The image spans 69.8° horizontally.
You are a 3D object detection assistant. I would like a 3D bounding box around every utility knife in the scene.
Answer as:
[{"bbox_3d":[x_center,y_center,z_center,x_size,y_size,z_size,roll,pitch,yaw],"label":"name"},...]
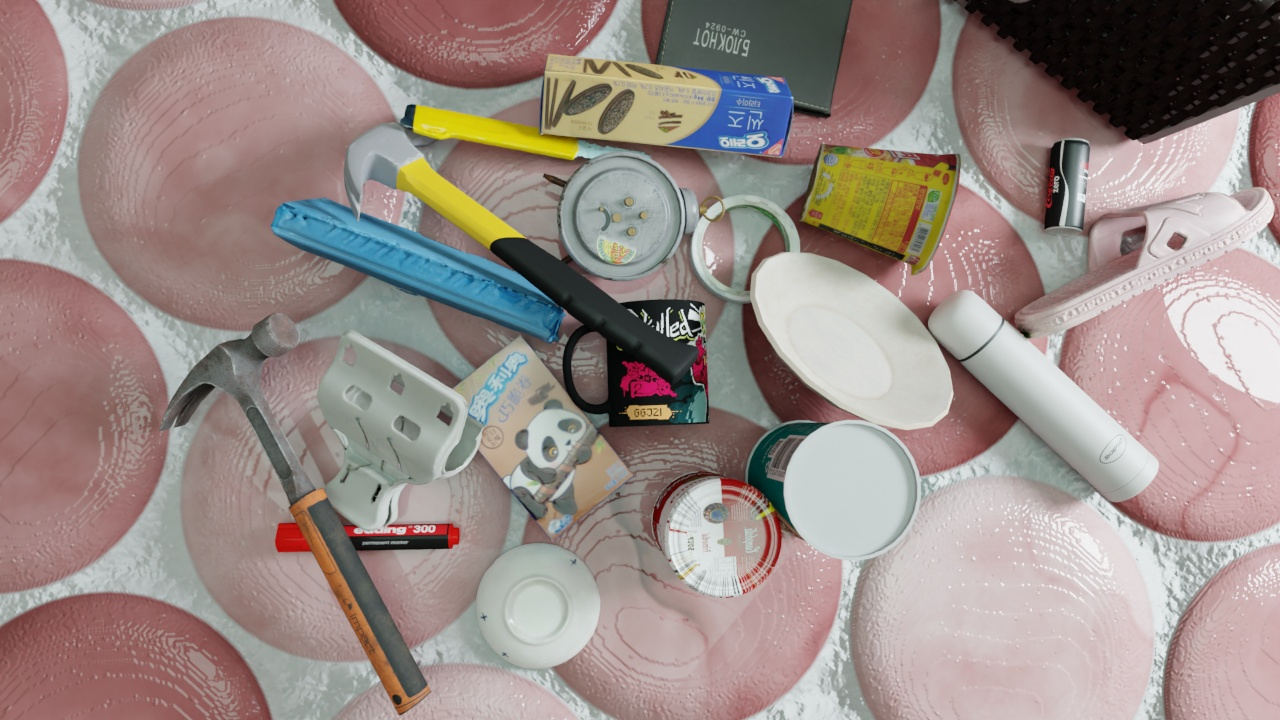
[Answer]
[{"bbox_3d":[-0.089,-0.183,0.766,0.217,0.019,0.030,6,65,-13],"label":"utility knife"}]

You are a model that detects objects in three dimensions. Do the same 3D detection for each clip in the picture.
[{"bbox_3d":[-0.194,0.060,0.738,0.126,0.098,0.153,30,119,18],"label":"clip"}]

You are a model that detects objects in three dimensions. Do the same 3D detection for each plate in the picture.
[{"bbox_3d":[-0.085,0.205,0.758,0.104,0.026,0.104,0,87,-4],"label":"plate"},{"bbox_3d":[0.166,-0.013,0.743,0.188,0.027,0.188,18,42,-17],"label":"plate"}]

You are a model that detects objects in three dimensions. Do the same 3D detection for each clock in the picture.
[{"bbox_3d":[-0.003,-0.120,0.763,0.148,0.056,0.104,-6,100,-5],"label":"clock"}]

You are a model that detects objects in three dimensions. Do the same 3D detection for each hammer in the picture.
[{"bbox_3d":[-0.259,0.133,0.712,0.138,0.035,0.314,-29,89,17],"label":"hammer"},{"bbox_3d":[-0.095,-0.085,0.706,0.323,0.029,0.126,36,45,12],"label":"hammer"}]

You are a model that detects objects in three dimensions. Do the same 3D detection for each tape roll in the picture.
[{"bbox_3d":[0.090,-0.096,0.794,0.094,0.018,0.094,0,86,-5],"label":"tape roll"}]

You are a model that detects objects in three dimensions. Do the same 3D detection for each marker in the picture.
[{"bbox_3d":[-0.223,0.144,0.754,0.145,0.021,0.023,0,79,-4],"label":"marker"}]

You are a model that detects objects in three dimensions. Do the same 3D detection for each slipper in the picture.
[{"bbox_3d":[0.423,-0.098,0.782,0.239,0.094,0.064,-29,94,-2],"label":"slipper"}]

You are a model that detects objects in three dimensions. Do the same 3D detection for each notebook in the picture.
[{"bbox_3d":[0.107,-0.332,0.806,0.169,0.029,0.209,12,84,-4],"label":"notebook"}]

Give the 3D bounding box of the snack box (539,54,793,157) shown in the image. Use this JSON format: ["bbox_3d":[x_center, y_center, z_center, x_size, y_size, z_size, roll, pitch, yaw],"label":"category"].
[{"bbox_3d":[0.021,-0.214,0.766,0.206,0.056,0.057,4,124,-4],"label":"snack box"}]

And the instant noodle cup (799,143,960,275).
[{"bbox_3d":[0.198,-0.138,0.771,0.112,0.100,0.100,16,85,5],"label":"instant noodle cup"}]

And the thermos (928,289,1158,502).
[{"bbox_3d":[0.341,0.028,0.788,0.224,0.052,0.052,43,84,-1],"label":"thermos"}]

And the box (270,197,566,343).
[{"bbox_3d":[-0.168,-0.078,0.736,0.231,0.093,0.054,21,85,-2],"label":"box"}]

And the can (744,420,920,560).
[{"bbox_3d":[0.145,0.097,0.722,0.099,0.144,0.099,0,86,-5],"label":"can"}]

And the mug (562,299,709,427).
[{"bbox_3d":[-0.004,0.004,0.747,0.118,0.082,0.098,-2,87,-6],"label":"mug"}]

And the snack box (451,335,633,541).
[{"bbox_3d":[-0.086,0.064,0.762,0.087,0.034,0.151,-39,90,-5],"label":"snack box"}]

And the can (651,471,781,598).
[{"bbox_3d":[0.057,0.134,0.727,0.086,0.116,0.086,0,86,-5],"label":"can"}]

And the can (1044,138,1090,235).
[{"bbox_3d":[0.377,-0.153,0.812,0.031,0.031,0.080,7,86,-4],"label":"can"}]

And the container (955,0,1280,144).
[{"bbox_3d":[0.437,-0.355,0.725,0.243,0.247,0.245,41,84,-4],"label":"container"}]
